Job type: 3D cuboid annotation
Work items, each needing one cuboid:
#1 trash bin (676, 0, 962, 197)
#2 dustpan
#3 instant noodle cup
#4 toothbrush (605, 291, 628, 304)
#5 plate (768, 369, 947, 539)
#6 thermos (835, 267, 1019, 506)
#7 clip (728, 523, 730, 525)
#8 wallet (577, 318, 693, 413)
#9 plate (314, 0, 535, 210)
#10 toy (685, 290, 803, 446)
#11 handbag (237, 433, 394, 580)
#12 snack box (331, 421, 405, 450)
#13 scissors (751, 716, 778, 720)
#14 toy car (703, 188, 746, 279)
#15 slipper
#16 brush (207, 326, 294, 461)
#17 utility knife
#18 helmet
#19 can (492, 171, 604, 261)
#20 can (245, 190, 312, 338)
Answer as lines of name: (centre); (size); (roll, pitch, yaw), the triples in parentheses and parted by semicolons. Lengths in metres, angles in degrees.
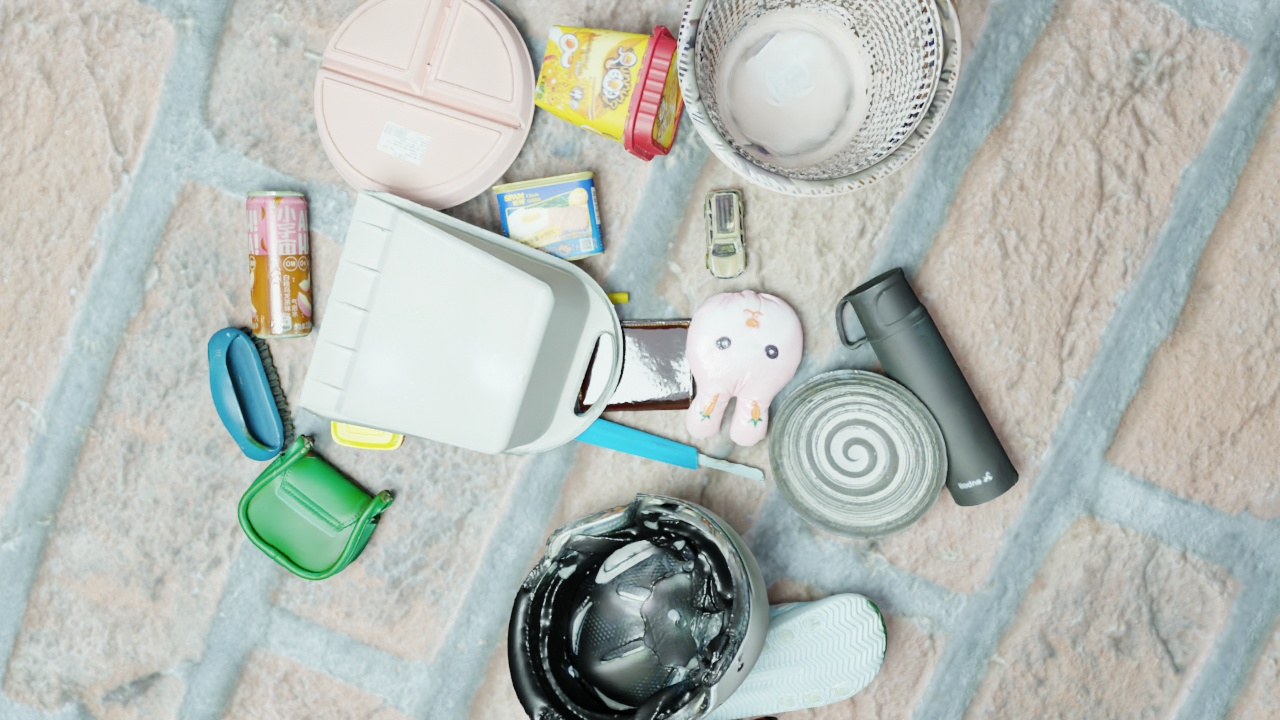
trash bin: (0.146, -0.257, 0.824); (0.227, 0.192, 0.227); (0, 97, 2)
dustpan: (-0.157, -0.017, 0.894); (0.258, 0.142, 0.223); (21, 98, 11)
instant noodle cup: (-0.027, -0.262, 0.878); (0.124, 0.116, 0.116); (17, 98, 11)
toothbrush: (-0.107, -0.055, 0.950); (0.190, 0.015, 0.016); (-5, 102, 3)
plate: (0.219, 0.094, 0.934); (0.180, 0.024, 0.179); (6, 106, 22)
thermos: (0.284, 0.030, 0.928); (0.090, 0.068, 0.242); (-28, 94, 37)
clip: (0.073, 0.194, 0.976); (0.055, 0.013, 0.038); (-17, 96, 5)
wallet: (-0.006, 0.006, 0.953); (0.122, 0.020, 0.096); (-2, 94, 3)
plate: (-0.217, -0.262, 0.901); (0.230, 0.028, 0.229); (0, 89, 8)
toy: (0.101, 0.009, 0.929); (0.121, 0.054, 0.159); (8, 98, -10)
handbag: (-0.340, 0.154, 0.959); (0.131, 0.068, 0.120); (36, 96, -3)
snack box: (-0.265, 0.039, 0.936); (0.082, 0.080, 0.091); (6, 97, 2)
scissors: (0.054, 0.381, 0.910); (0.204, 0.203, 0.015); (-12, 72, -2)
toy car: (0.085, -0.127, 0.924); (0.042, 0.035, 0.090); (-3, 99, 4)
slipper: (0.142, 0.310, 0.962); (0.246, 0.074, 0.104); (-25, 97, 21)
brush: (-0.408, 0.036, 0.944); (0.055, 0.073, 0.144); (-15, 97, 10)
utility knife: (0.028, 0.095, 0.961); (0.216, 0.018, 0.034); (16, 131, -2)
helmet: (0.015, 0.257, 0.908); (0.275, 0.156, 0.230); (-41, 58, 23)
can: (-0.090, -0.140, 0.919); (0.102, 0.057, 0.083); (-8, 99, 3)
can: (-0.367, -0.097, 0.933); (0.058, 0.058, 0.147); (0, 97, 2)
